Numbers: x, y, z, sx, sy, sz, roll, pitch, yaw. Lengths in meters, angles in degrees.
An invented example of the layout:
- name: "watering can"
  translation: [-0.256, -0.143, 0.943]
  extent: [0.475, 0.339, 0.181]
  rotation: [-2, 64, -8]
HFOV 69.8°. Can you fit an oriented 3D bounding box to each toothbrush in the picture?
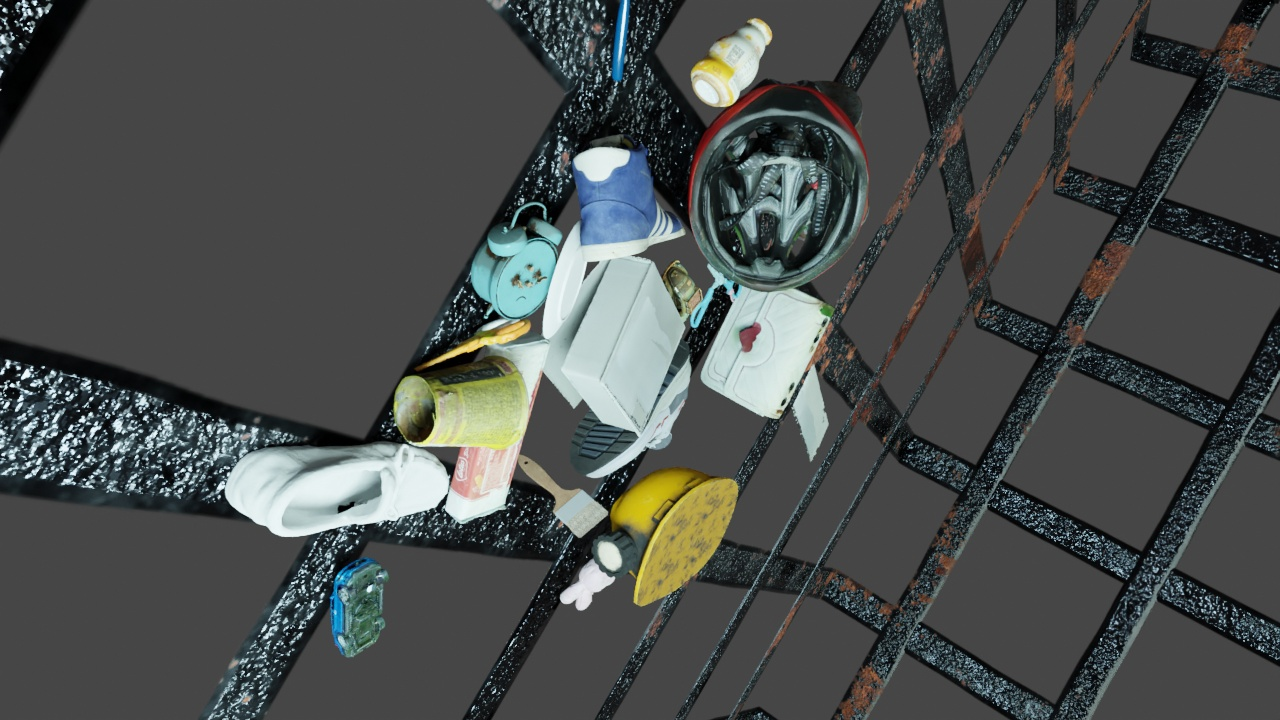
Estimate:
- name: "toothbrush"
  translation: [-0.015, -0.355, 0.897]
  extent: [0.014, 0.014, 0.168]
  rotation: [-81, 180, -52]

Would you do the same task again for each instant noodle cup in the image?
- name: "instant noodle cup"
  translation: [-0.182, 0.047, 0.918]
  extent: [0.108, 0.102, 0.102]
  rotation: [-4, 119, -50]

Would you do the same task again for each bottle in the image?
- name: "bottle"
  translation: [0.108, -0.345, 1.057]
  extent: [0.108, 0.063, 0.063]
  rotation: [-52, 151, -15]

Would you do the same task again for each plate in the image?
- name: "plate"
  translation: [-0.076, -0.086, 0.991]
  extent: [0.134, 0.011, 0.134]
  rotation: [20, 87, -85]

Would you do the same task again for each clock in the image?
- name: "clock"
  translation: [-0.123, -0.101, 0.917]
  extent: [0.089, 0.053, 0.124]
  rotation: [-21, 133, -51]

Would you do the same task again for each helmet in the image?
- name: "helmet"
  translation: [0.027, 0.246, 1.403]
  extent: [0.254, 0.131, 0.206]
  rotation: [-22, 133, -49]
- name: "helmet"
  translation: [0.169, -0.214, 1.142]
  extent: [0.166, 0.217, 0.273]
  rotation: [-81, 176, -53]

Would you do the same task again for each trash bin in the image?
- name: "trash bin"
  translation: [0.255, -0.272, 1.300]
  extent: [0.130, 0.131, 0.211]
  rotation: [-50, 149, -18]

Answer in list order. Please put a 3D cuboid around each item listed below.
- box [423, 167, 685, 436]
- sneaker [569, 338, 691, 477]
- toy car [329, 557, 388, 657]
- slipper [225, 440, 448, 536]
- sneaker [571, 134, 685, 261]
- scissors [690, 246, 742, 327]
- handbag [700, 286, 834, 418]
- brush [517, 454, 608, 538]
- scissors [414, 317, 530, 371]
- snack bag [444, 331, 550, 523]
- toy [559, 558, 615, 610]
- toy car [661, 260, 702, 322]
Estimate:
- name: "box"
  translation: [-0.136, -0.082, 1.180]
  extent: [0.171, 0.404, 0.169]
  rotation: [-54, 151, -13]
- name: "sneaker"
  translation: [0.001, 0.088, 1.260]
  extent: [0.239, 0.089, 0.124]
  rotation: [-51, 148, -24]
- name: "toy car"
  translation: [-0.302, 0.259, 0.968]
  extent: [0.056, 0.043, 0.120]
  rotation: [-26, 138, -47]
- name: "slipper"
  translation: [-0.270, 0.122, 0.877]
  extent: [0.112, 0.074, 0.246]
  rotation: [-50, 156, 14]
- name: "sneaker"
  translation: [-0.017, -0.183, 1.000]
  extent: [0.232, 0.091, 0.118]
  rotation: [-38, 121, -67]
- name: "scissors"
  translation: [0.113, -0.101, 1.353]
  extent: [0.135, 0.015, 0.135]
  rotation: [-61, 146, -5]
- name: "handbag"
  translation: [0.196, -0.023, 1.424]
  extent: [0.096, 0.142, 0.198]
  rotation: [12, 105, -59]
- name: "brush"
  translation: [-0.101, 0.153, 1.094]
  extent: [0.045, 0.143, 0.008]
  rotation: [-38, 144, -22]
- name: "scissors"
  translation: [-0.175, -0.017, 0.931]
  extent: [0.130, 0.070, 0.013]
  rotation: [-25, 111, -20]
- name: "snack bag"
  translation: [-0.162, 0.076, 1.035]
  extent: [0.077, 0.041, 0.226]
  rotation: [-13, 128, -54]
- name: "toy"
  translation: [-0.074, 0.338, 1.418]
  extent: [0.110, 0.047, 0.063]
  rotation: [-47, 148, -2]
- name: "toy car"
  translation: [0.056, -0.083, 1.235]
  extent: [0.047, 0.047, 0.112]
  rotation: [-51, 151, -25]
